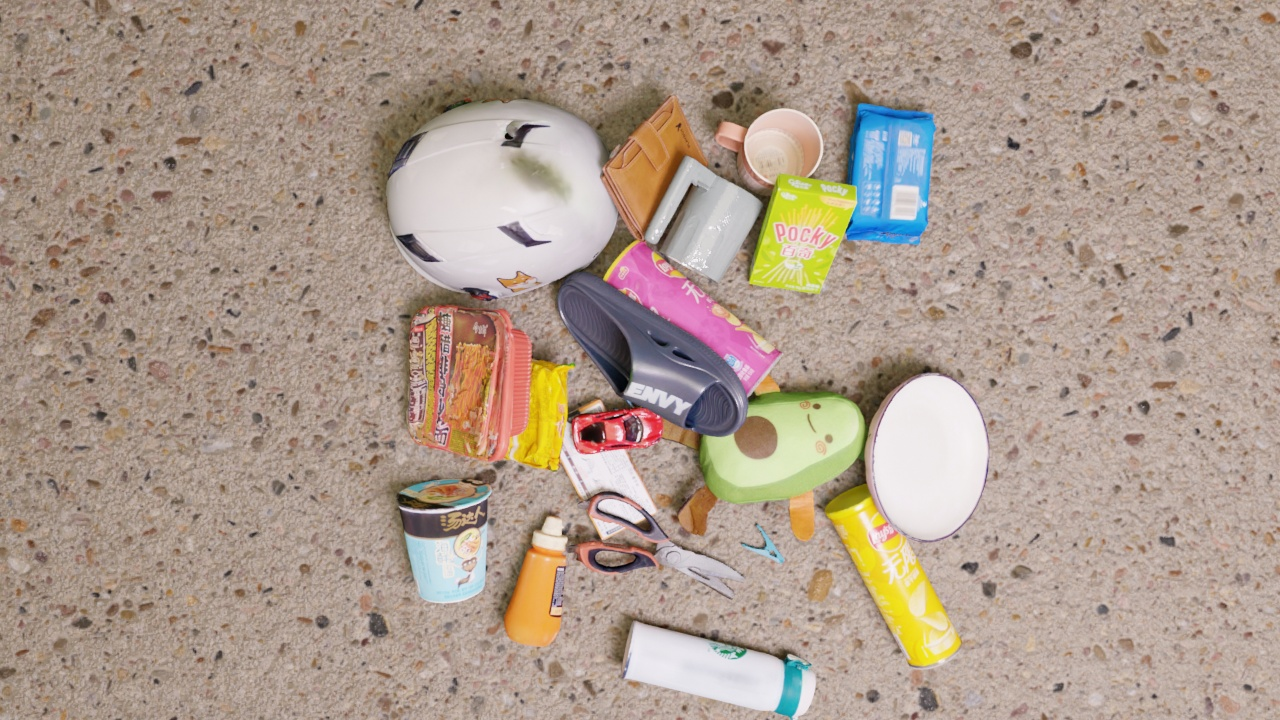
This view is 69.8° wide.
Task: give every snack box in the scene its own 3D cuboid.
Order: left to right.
[{"bbox_3d":[-0.046,0.129,1.090,0.075,0.026,0.154,-27,93,1],"label":"snack box"},{"bbox_3d":[0.177,-0.137,1.020,0.086,0.157,0.026,9,55,-1],"label":"snack box"}]

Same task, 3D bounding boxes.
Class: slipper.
[{"bbox_3d":[-0.006,0.006,1.012,0.268,0.111,0.083,38,50,19],"label":"slipper"}]

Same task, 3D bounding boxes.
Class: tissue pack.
[{"bbox_3d":[0.285,-0.213,1.058,0.095,0.052,0.157,4,93,-2],"label":"tissue pack"}]

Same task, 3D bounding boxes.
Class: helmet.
[{"bbox_3d":[-0.161,-0.183,1.007,0.274,0.157,0.230,-5,93,0],"label":"helmet"}]

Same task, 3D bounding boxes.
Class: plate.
[{"bbox_3d":[0.322,0.110,1.053,0.192,0.039,0.192,0,90,-31],"label":"plate"}]

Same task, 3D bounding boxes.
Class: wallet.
[{"bbox_3d":[0.013,-0.218,1.019,0.130,0.035,0.119,-52,136,-22],"label":"wallet"}]

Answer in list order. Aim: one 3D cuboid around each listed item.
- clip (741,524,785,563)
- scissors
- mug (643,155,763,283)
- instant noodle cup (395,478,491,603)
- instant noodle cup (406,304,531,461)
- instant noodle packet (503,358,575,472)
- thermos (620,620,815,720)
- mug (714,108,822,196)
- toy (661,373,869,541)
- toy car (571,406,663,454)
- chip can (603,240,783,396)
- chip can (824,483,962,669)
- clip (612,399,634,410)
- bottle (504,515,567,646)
[{"bbox_3d":[0.151,0.225,1.101,0.054,0.013,0.033,37,94,-2],"label":"clip"},{"bbox_3d":[0.017,0.233,1.085,0.206,0.015,0.202,-21,104,-1],"label":"scissors"},{"bbox_3d":[0.066,-0.157,1.033,0.123,0.084,0.103,24,96,-42],"label":"mug"},{"bbox_3d":[-0.222,0.210,1.061,0.111,0.111,0.120,-3,101,0],"label":"instant noodle cup"},{"bbox_3d":[-0.186,0.022,1.030,0.189,0.079,0.164,7,95,44],"label":"instant noodle cup"},{"bbox_3d":[-0.127,0.055,1.061,0.111,0.044,0.128,9,93,36],"label":"instant noodle packet"},{"bbox_3d":[0.093,0.364,1.083,0.224,0.073,0.073,14,93,-1],"label":"thermos"},{"bbox_3d":[0.138,-0.235,1.029,0.114,0.106,0.081,20,93,-1],"label":"mug"},{"bbox_3d":[0.146,0.100,1.053,0.247,0.090,0.226,-17,74,4],"label":"toy"},{"bbox_3d":[-0.026,0.080,1.059,0.106,0.031,0.049,-6,93,-4],"label":"toy car"},{"bbox_3d":[0.058,-0.047,1.037,0.210,0.071,0.071,39,92,10],"label":"chip can"},{"bbox_3d":[0.296,0.252,1.073,0.072,0.072,0.213,-28,93,1],"label":"chip can"},{"bbox_3d":[-0.005,0.067,1.088,0.058,0.026,0.042,43,84,-2],"label":"clip"},{"bbox_3d":[-0.117,0.257,1.083,0.067,0.067,0.149,12,86,-1],"label":"bottle"}]
